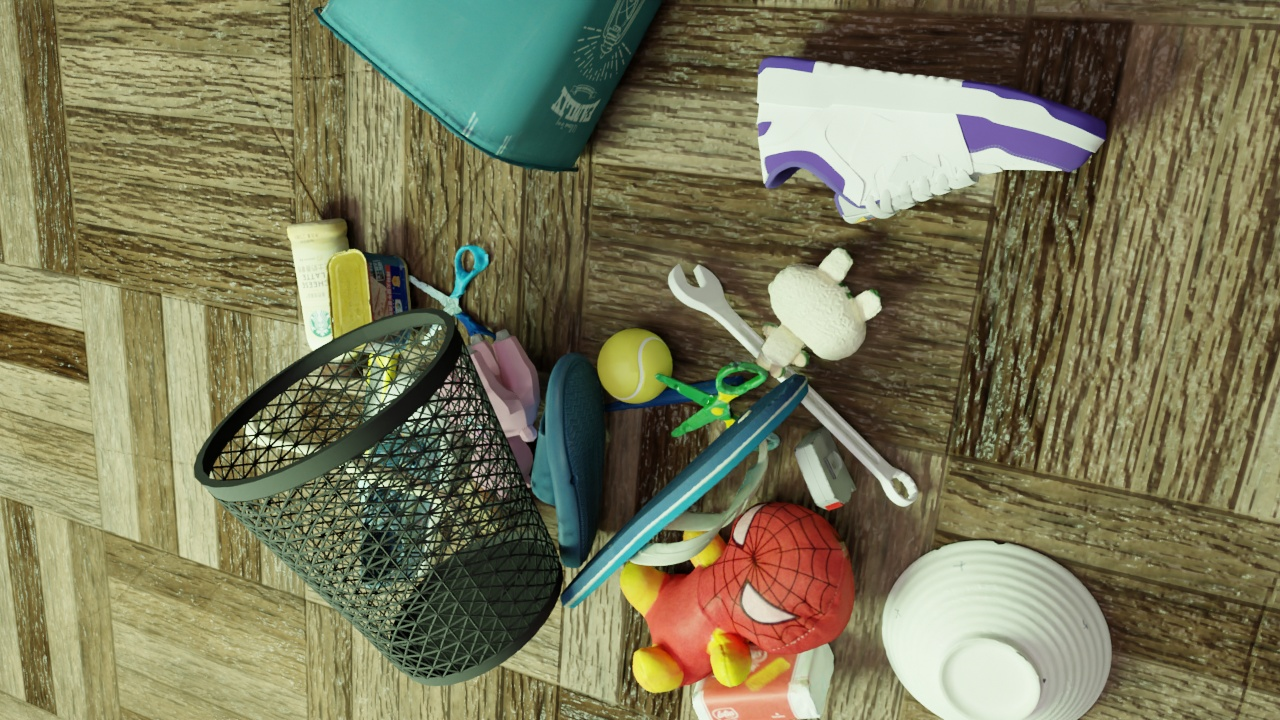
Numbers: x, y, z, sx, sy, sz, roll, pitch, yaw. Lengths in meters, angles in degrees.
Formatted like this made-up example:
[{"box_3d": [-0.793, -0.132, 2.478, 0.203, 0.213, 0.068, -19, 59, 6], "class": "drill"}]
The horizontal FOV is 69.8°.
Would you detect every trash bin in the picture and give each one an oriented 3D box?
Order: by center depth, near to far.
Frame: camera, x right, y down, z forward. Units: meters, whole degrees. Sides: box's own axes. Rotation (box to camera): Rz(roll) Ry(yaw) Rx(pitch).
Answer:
[{"box_3d": [-0.086, -0.291, 0.696, 0.199, 0.196, 0.219, 40, 109, 9], "class": "trash bin"}, {"box_3d": [-0.189, 0.119, 0.747, 0.217, 0.216, 0.243, -13, 119, 26], "class": "trash bin"}]

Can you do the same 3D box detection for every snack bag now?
[{"box_3d": [0.108, 0.283, 0.811, 0.116, 0.076, 0.036, -15, 108, 26], "class": "snack bag"}]

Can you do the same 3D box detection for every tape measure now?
[{"box_3d": [0.153, 0.089, 0.753, 0.020, 0.062, 0.060, -26, 88, 26], "class": "tape measure"}]

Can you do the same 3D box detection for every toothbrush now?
[{"box_3d": [0.004, 0.038, 0.828, 0.190, 0.017, 0.016, -12, 103, 26], "class": "toothbrush"}]

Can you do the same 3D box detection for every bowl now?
[{"box_3d": [0.278, 0.239, 0.730, 0.177, 0.070, 0.177, 6, 105, 22], "class": "bowl"}]

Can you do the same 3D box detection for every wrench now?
[{"box_3d": [0.126, 0.018, 0.757, 0.273, 0.047, 0.009, 45, 134, 5], "class": "wrench"}]

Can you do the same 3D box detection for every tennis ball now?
[{"box_3d": [-0.005, 0.005, 0.796, 0.065, 0.065, 0.065, 6, 105, 22], "class": "tennis ball"}]

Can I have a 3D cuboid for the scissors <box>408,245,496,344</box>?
[{"box_3d": [-0.175, -0.049, 0.886, 0.133, 0.014, 0.128, 49, 118, 5], "class": "scissors"}]

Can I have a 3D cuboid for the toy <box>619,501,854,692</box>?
[{"box_3d": [0.086, 0.201, 0.787, 0.217, 0.098, 0.147, -29, 58, 26], "class": "toy"}]

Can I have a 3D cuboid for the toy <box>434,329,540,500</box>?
[{"box_3d": [-0.133, 0.054, 0.849, 0.123, 0.067, 0.157, -2, 111, 55], "class": "toy"}]

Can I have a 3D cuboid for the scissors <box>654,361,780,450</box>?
[{"box_3d": [0.070, 0.041, 0.774, 0.131, 0.011, 0.126, 36, 136, -17], "class": "scissors"}]

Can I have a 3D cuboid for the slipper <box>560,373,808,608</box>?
[{"box_3d": [0.038, 0.125, 0.738, 0.060, 0.118, 0.296, 47, 119, 7], "class": "slipper"}]

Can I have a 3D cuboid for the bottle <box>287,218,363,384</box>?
[{"box_3d": [-0.310, -0.059, 0.919, 0.057, 0.056, 0.162, -1, 103, 24], "class": "bottle"}]

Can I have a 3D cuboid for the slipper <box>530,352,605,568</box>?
[{"box_3d": [-0.068, 0.095, 0.813, 0.059, 0.103, 0.214, 6, 121, 11], "class": "slipper"}]

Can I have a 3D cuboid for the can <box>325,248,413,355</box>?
[{"box_3d": [-0.261, -0.055, 0.885, 0.054, 0.059, 0.099, -8, 86, 25], "class": "can"}]

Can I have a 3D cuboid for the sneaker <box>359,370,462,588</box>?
[{"box_3d": [-0.239, 0.128, 0.923, 0.087, 0.079, 0.236, 16, 109, 20], "class": "sneaker"}]

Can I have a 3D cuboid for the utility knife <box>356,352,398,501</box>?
[{"box_3d": [-0.278, 0.068, 0.959, 0.029, 0.020, 0.203, 20, 111, 20], "class": "utility knife"}]

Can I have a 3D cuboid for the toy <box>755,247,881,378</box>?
[{"box_3d": [0.139, -0.037, 0.732, 0.087, 0.050, 0.113, 44, 120, 6], "class": "toy"}]

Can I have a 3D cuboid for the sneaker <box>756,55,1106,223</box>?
[{"box_3d": [0.193, -0.148, 0.661, 0.244, 0.091, 0.111, 16, 110, 23], "class": "sneaker"}]

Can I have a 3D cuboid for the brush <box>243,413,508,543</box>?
[{"box_3d": [-0.238, 0.113, 0.858, 0.272, 0.062, 0.077, 31, 88, -25], "class": "brush"}]
